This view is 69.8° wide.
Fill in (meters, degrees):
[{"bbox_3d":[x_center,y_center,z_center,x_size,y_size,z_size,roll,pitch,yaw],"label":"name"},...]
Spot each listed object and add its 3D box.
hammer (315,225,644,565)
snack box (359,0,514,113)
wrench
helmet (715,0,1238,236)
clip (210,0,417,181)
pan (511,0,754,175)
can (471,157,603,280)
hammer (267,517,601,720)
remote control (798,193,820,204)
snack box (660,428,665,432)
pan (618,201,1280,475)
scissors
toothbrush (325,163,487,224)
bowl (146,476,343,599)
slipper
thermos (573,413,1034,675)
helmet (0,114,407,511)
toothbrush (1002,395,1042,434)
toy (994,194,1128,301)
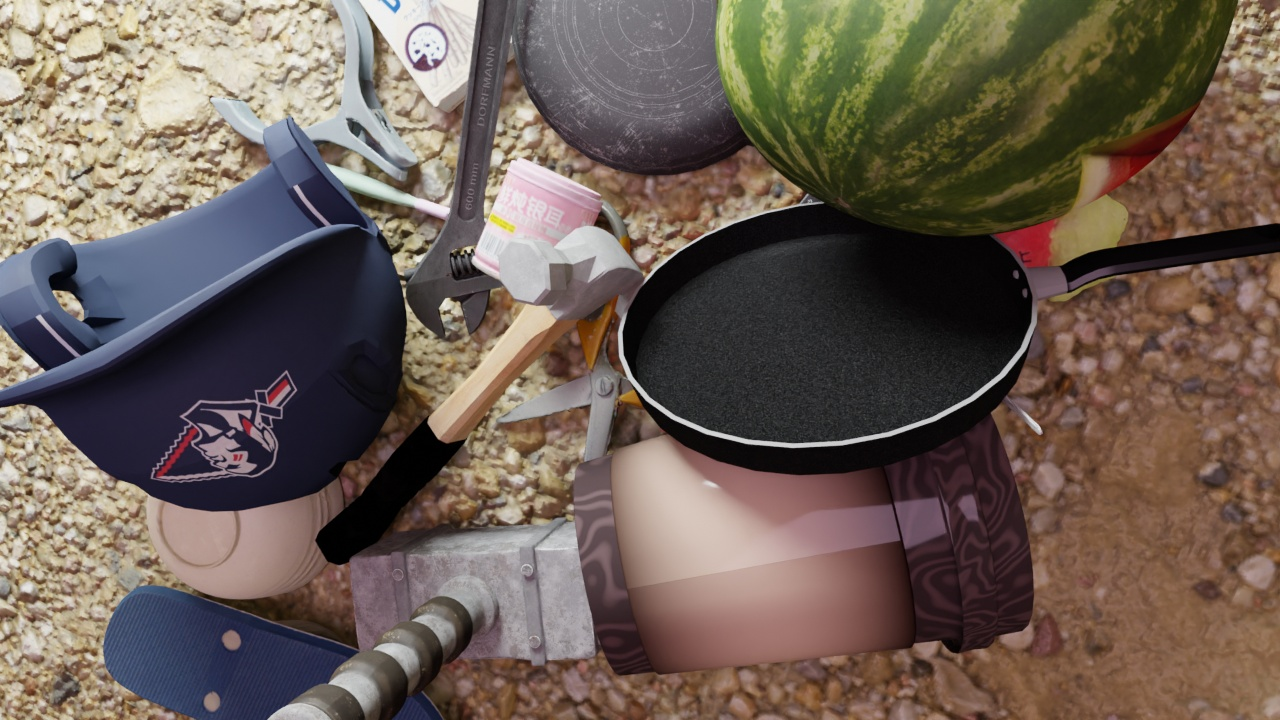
[{"bbox_3d":[-0.121,0.036,0.619,0.329,0.131,0.039,-45,73,27],"label":"hammer"},{"bbox_3d":[-0.154,-0.262,0.653,0.082,0.026,0.150,-35,86,13],"label":"snack box"},{"bbox_3d":[-0.113,-0.142,0.623,0.073,0.018,0.274,7,111,-15],"label":"wrench"},{"bbox_3d":[0.173,-0.184,0.485,0.243,0.213,0.247,42,95,21],"label":"helmet"},{"bbox_3d":[-0.239,-0.213,0.670,0.165,0.032,0.165,1,102,14],"label":"clip"},{"bbox_3d":[0.070,-0.273,0.590,0.357,0.040,0.207,-39,93,11],"label":"pan"},{"bbox_3d":[-0.069,-0.088,0.614,0.067,0.067,0.076,26,101,9],"label":"can"},{"bbox_3d":[-0.130,0.168,0.527,0.177,0.326,0.079,-5,93,12],"label":"hammer"},{"bbox_3d":[0.157,-0.058,0.609,0.140,0.009,0.030,40,101,7],"label":"remote control"},{"bbox_3d":[0.074,-0.002,0.625,0.089,0.021,0.133,18,98,11],"label":"snack box"},{"bbox_3d":[0.164,-0.031,0.506,0.357,0.224,0.034,-8,128,10],"label":"pan"},{"bbox_3d":[-0.005,0.004,0.630,0.230,0.016,0.225,7,93,25],"label":"scissors"},{"bbox_3d":[-0.180,-0.120,0.676,0.155,0.015,0.022,21,130,10],"label":"toothbrush"},{"bbox_3d":[-0.311,0.115,0.692,0.151,0.075,0.151,1,94,13],"label":"bowl"},{"bbox_3d":[-0.266,0.252,0.701,0.295,0.060,0.118,23,96,5],"label":"slipper"},{"bbox_3d":[0.086,0.099,0.542,0.226,0.172,0.172,-13,91,5],"label":"thermos"},{"bbox_3d":[-0.261,-0.012,0.573,0.232,0.272,0.223,-26,95,1],"label":"helmet"},{"bbox_3d":[0.191,0.004,0.511,0.010,0.181,0.010,-27,105,9],"label":"toothbrush"},{"bbox_3d":[0.229,-0.082,0.573,0.135,0.045,0.091,12,95,18],"label":"toy"}]
